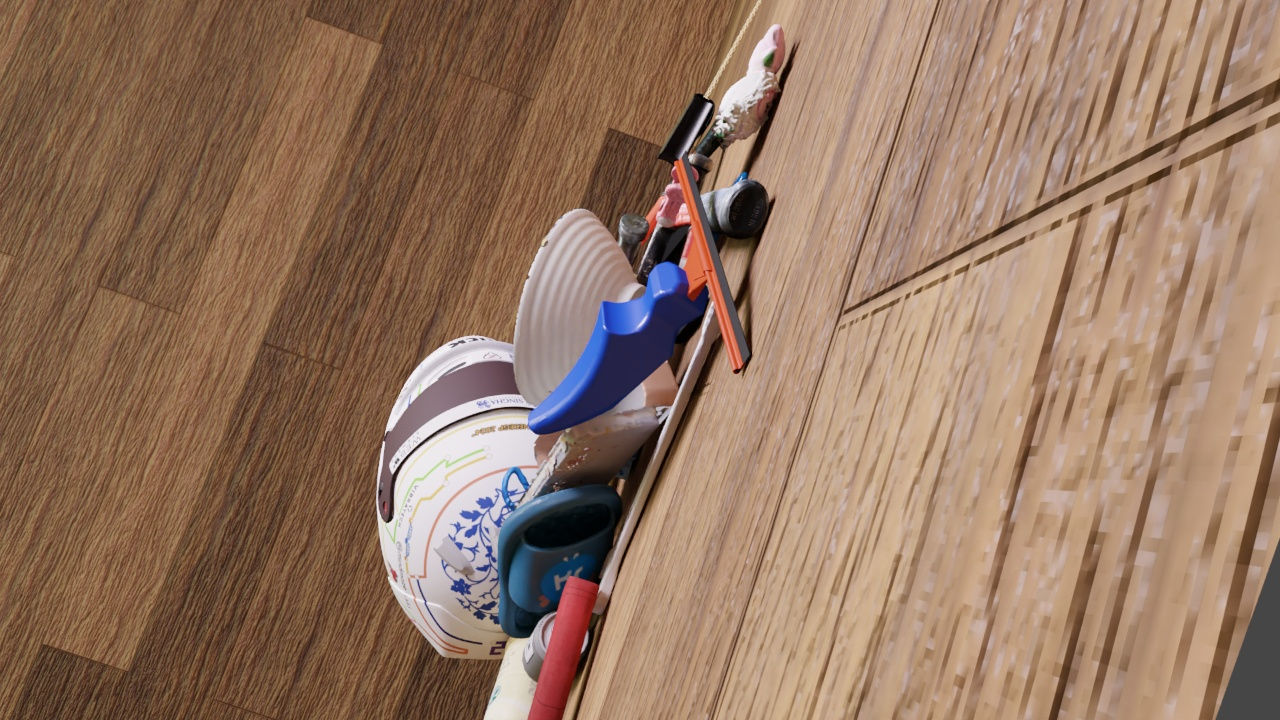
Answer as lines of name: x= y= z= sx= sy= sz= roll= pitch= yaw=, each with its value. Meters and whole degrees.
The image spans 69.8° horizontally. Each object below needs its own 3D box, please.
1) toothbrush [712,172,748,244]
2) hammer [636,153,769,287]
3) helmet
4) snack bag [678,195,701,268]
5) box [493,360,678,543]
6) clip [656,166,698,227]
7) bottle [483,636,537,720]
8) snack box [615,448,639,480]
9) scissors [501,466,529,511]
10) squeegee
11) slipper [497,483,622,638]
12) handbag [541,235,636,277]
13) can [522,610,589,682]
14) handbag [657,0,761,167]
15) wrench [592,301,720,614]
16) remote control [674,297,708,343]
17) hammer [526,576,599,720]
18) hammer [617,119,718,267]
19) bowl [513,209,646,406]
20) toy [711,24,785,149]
toothbrush: x=0.063 y=-0.104 z=0.778 sx=0.021 sy=0.016 sz=0.133 roll=-81 pitch=10 yaw=-49
hammer: x=0.046 y=-0.107 z=0.724 sx=0.326 sy=0.036 sz=0.140 roll=-125 pitch=55 yaw=-80
helmet: x=-0.154 y=0.148 z=0.959 sx=0.236 sy=0.230 sz=0.315 roll=-144 pitch=57 yaw=-60
snack bag: x=0.043 y=-0.121 z=1.025 sx=0.077 sy=0.036 sz=0.115 roll=114 pitch=174 yaw=-61
box: x=-0.056 y=0.065 z=0.749 sx=0.217 sy=0.096 sz=0.105 roll=-52 pitch=45 yaw=49
clip: x=0.026 y=-0.121 z=0.703 sx=0.058 sy=0.022 sz=0.037 roll=116 pitch=169 yaw=-63
bottle: x=-0.108 y=0.308 z=0.834 sx=0.162 sy=0.056 sz=0.057 roll=-81 pitch=11 yaw=-73
snack box: x=-0.005 y=0.005 z=0.916 sx=0.059 sy=0.059 sz=0.225 roll=107 pitch=180 yaw=-60
scissors: x=-0.073 y=0.148 z=0.851 sx=0.104 sy=0.132 sz=0.019 roll=-30 pitch=-1 yaw=-31
squeegee: x=-0.009 y=-0.011 z=0.598 sx=0.185 sy=0.055 sz=0.249 roll=-42 pitch=30 yaw=23
slipper: x=-0.064 y=0.170 z=0.746 sx=0.059 sy=0.103 sz=0.214 roll=55 pitch=147 yaw=33
handbag: x=-0.048 y=-0.078 z=1.175 sx=0.088 sy=0.191 sz=0.232 roll=-53 pitch=19 yaw=8
can: x=-0.069 y=0.233 z=0.744 sx=0.107 sy=0.044 sz=0.043 roll=115 pitch=174 yaw=-60
handbag: x=0.070 y=-0.244 z=0.771 sx=0.178 sy=0.027 sz=0.084 roll=-60 pitch=5 yaw=7
wrench: x=0.010 y=0.075 z=0.659 sx=0.047 sy=0.009 sz=0.274 roll=-77 pitch=8 yaw=-65
remote control: x=0.041 y=-0.037 z=0.788 sx=0.125 sy=0.010 sz=0.039 roll=135 pitch=154 yaw=-82
hammer: x=-0.082 y=0.300 z=0.613 sx=0.126 sy=0.036 sz=0.315 roll=123 pitch=165 yaw=-64
hammer: x=0.039 y=-0.196 z=1.069 sx=0.332 sy=0.033 sz=0.133 roll=-57 pitch=-6 yaw=-40
bowl: x=-0.037 y=-0.037 z=0.793 sx=0.177 sy=0.071 sz=0.177 roll=17 pitch=-91 yaw=-73
toy: x=0.095 y=-0.225 z=0.761 sx=0.109 sy=0.041 sz=0.095 roll=-64 pitch=5 yaw=10
